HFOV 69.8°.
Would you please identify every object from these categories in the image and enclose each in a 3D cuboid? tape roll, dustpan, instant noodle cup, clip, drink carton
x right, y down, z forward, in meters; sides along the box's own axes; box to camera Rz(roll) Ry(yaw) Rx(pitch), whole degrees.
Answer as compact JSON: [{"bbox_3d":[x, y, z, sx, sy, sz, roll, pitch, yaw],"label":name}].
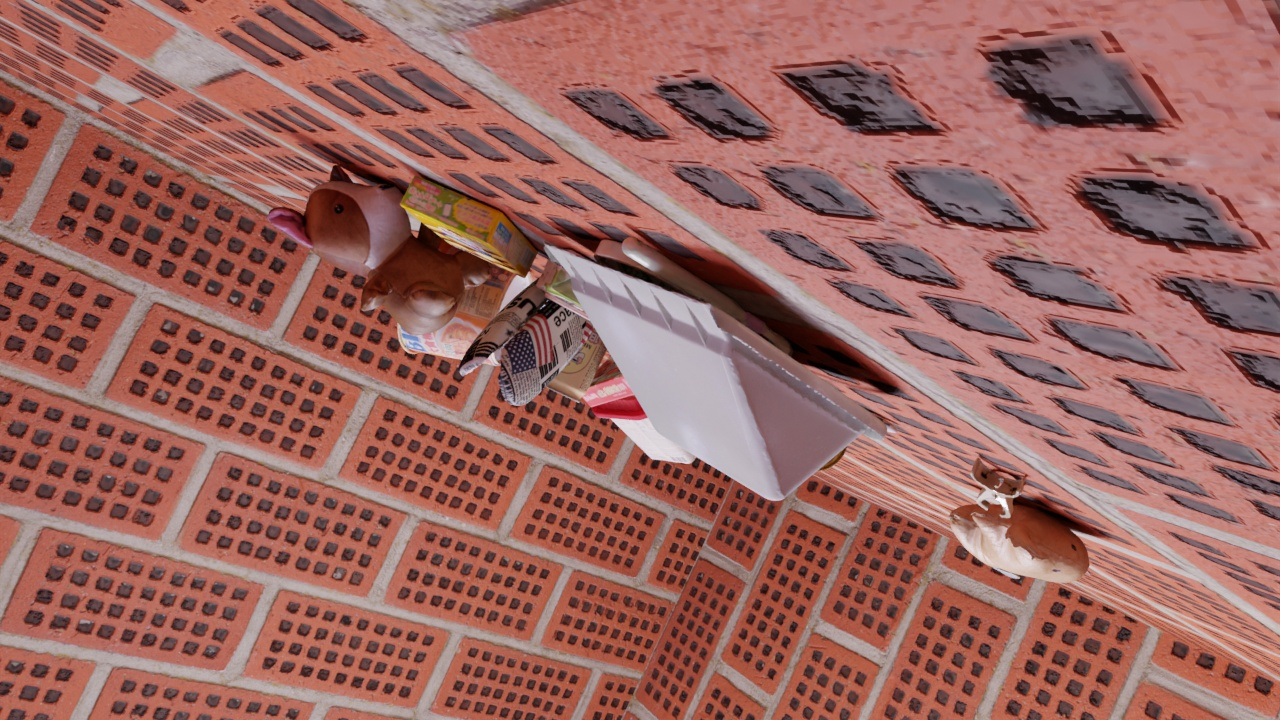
[{"bbox_3d":[0.006,-0.064,0.681,0.086,0.014,0.086,26,176,1],"label":"tape roll"},{"bbox_3d":[0.080,-0.006,0.731,0.223,0.142,0.258,27,149,51],"label":"dustpan"},{"bbox_3d":[0.023,0.053,1.100,0.117,0.116,0.124,1,136,47],"label":"instant noodle cup"},{"bbox_3d":[0.344,0.123,0.882,0.072,0.034,0.100,25,171,28],"label":"clip"},{"bbox_3d":[-0.030,-0.053,0.823,0.122,0.045,0.053,28,177,-23],"label":"drink carton"},{"bbox_3d":[-0.198,-0.066,1.071,0.111,0.151,0.151,17,175,9],"label":"instant noodle cup"}]

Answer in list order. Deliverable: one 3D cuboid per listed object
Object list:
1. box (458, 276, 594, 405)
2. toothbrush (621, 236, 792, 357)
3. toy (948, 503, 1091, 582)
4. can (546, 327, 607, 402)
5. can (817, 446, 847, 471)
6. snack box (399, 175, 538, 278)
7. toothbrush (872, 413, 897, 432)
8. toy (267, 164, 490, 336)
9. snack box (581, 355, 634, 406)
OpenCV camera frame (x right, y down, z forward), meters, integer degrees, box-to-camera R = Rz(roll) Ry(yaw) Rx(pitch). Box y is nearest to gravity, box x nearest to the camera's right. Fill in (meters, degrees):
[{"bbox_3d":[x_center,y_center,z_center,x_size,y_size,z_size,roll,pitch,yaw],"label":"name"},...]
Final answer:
[{"bbox_3d":[-0.091,-0.023,0.847,0.088,0.162,0.077,46,134,-6],"label":"box"},{"bbox_3d":[0.051,-0.041,0.653,0.189,0.020,0.029,29,-149,-42],"label":"toothbrush"},{"bbox_3d":[0.438,0.206,1.037,0.143,0.082,0.226,17,173,6],"label":"toy"},{"bbox_3d":[-0.062,-0.020,0.937,0.058,0.116,0.058,25,176,2],"label":"can"},{"bbox_3d":[0.200,0.093,1.076,0.075,0.075,0.111,25,177,10],"label":"can"},{"bbox_3d":[-0.151,-0.118,0.831,0.087,0.033,0.140,25,174,8],"label":"snack box"},{"bbox_3d":[0.165,0.031,0.904,0.191,0.018,0.016,26,176,1],"label":"toothbrush"},{"bbox_3d":[-0.262,-0.118,0.937,0.199,0.131,0.139,36,-145,-1],"label":"toy"},{"bbox_3d":[-0.006,0.005,0.931,0.025,0.075,0.153,48,154,-11],"label":"snack box"}]
